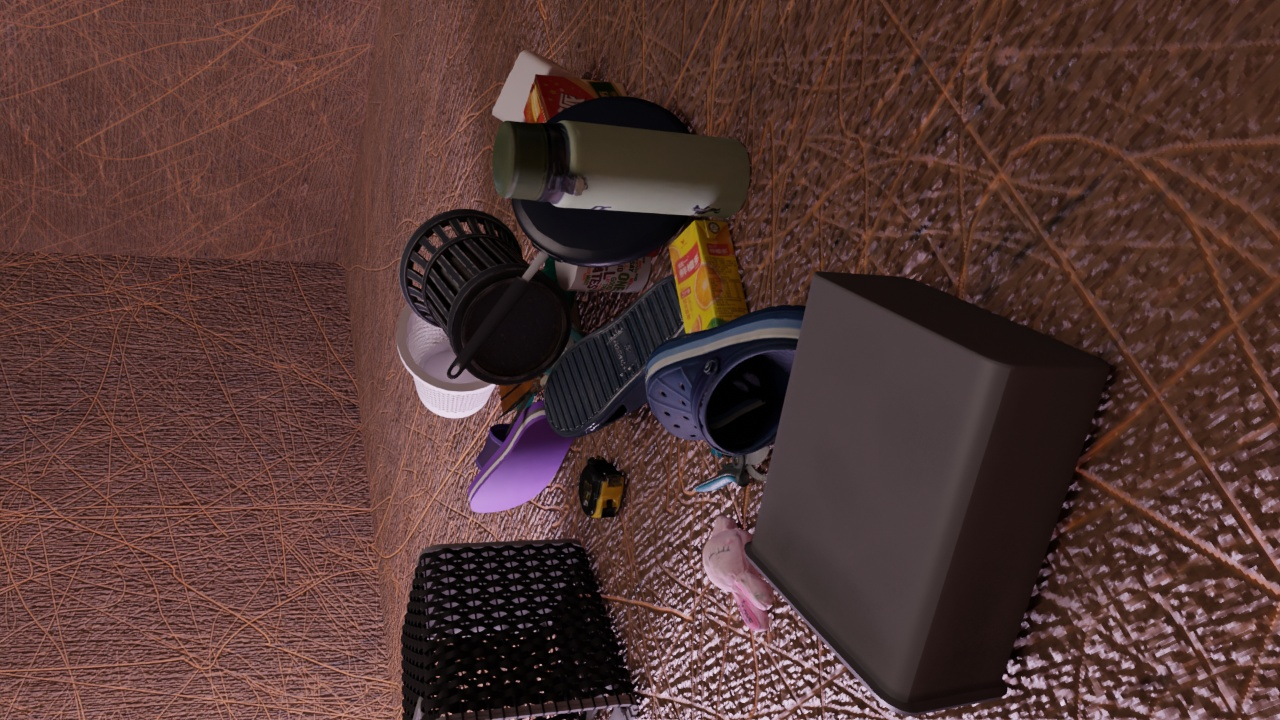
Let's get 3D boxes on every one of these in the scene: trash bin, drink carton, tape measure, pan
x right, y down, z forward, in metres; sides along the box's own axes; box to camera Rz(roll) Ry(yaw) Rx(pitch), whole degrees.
[{"bbox_3d":[0.169,0.074,0.593,0.192,0.097,0.220,-138,53,-58],"label":"trash bin"},{"bbox_3d":[-0.186,-0.075,1.107,0.227,0.164,0.164,42,128,56],"label":"trash bin"},{"bbox_3d":[0.068,-0.062,0.873,0.059,0.042,0.134,-41,55,56],"label":"drink carton"},{"bbox_3d":[-0.308,0.000,1.540,0.200,0.195,0.195,119,143,-63],"label":"trash bin"},{"bbox_3d":[-0.050,0.160,1.132,0.071,0.042,0.072,36,126,56],"label":"tape measure"},{"bbox_3d":[-0.083,-0.125,0.920,0.199,0.356,0.021,32,169,20],"label":"pan"}]

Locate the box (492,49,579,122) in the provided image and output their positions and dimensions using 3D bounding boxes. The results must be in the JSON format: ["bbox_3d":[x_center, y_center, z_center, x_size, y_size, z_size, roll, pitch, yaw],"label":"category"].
[{"bbox_3d":[-0.103,-0.299,1.164,0.137,0.108,0.128,37,107,25],"label":"box"}]

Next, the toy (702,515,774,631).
[{"bbox_3d":[0.087,0.190,0.831,0.110,0.047,0.064,-123,31,-44],"label":"toy"}]

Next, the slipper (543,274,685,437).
[{"bbox_3d":[-0.006,0.006,1.003,0.264,0.082,0.101,-39,54,36],"label":"slipper"}]

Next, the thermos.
[{"bbox_3d":[-0.017,-0.171,0.827,0.082,0.231,0.082,179,90,-65],"label":"thermos"}]

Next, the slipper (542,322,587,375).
[{"bbox_3d":[-0.120,-0.025,1.191,0.269,0.055,0.098,23,74,47],"label":"slipper"}]

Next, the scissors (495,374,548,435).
[{"bbox_3d":[-0.128,0.023,1.213,0.163,0.012,0.157,-11,53,37],"label":"scissors"}]

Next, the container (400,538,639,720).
[{"bbox_3d":[-0.174,0.396,1.174,0.243,0.245,0.248,-110,31,-43],"label":"container"}]

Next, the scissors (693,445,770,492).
[{"bbox_3d":[0.081,0.096,0.875,0.156,0.019,0.125,-121,38,-49],"label":"scissors"}]

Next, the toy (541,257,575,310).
[{"bbox_3d":[-0.102,-0.153,1.190,0.130,0.072,0.194,43,134,36],"label":"toy"}]

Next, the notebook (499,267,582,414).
[{"bbox_3d":[-0.157,-0.025,1.338,0.250,0.014,0.178,-36,58,48],"label":"notebook"}]

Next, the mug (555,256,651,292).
[{"bbox_3d":[-0.049,-0.122,1.065,0.105,0.089,0.073,-139,53,-58],"label":"mug"}]

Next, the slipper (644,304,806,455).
[{"bbox_3d":[0.076,0.027,0.768,0.253,0.105,0.095,-32,43,58],"label":"slipper"}]

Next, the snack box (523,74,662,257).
[{"bbox_3d":[-0.052,-0.224,1.041,0.060,0.113,0.236,118,143,-47],"label":"snack box"}]

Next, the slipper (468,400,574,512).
[{"bbox_3d":[-0.172,0.118,1.320,0.267,0.107,0.084,-54,45,43],"label":"slipper"}]
